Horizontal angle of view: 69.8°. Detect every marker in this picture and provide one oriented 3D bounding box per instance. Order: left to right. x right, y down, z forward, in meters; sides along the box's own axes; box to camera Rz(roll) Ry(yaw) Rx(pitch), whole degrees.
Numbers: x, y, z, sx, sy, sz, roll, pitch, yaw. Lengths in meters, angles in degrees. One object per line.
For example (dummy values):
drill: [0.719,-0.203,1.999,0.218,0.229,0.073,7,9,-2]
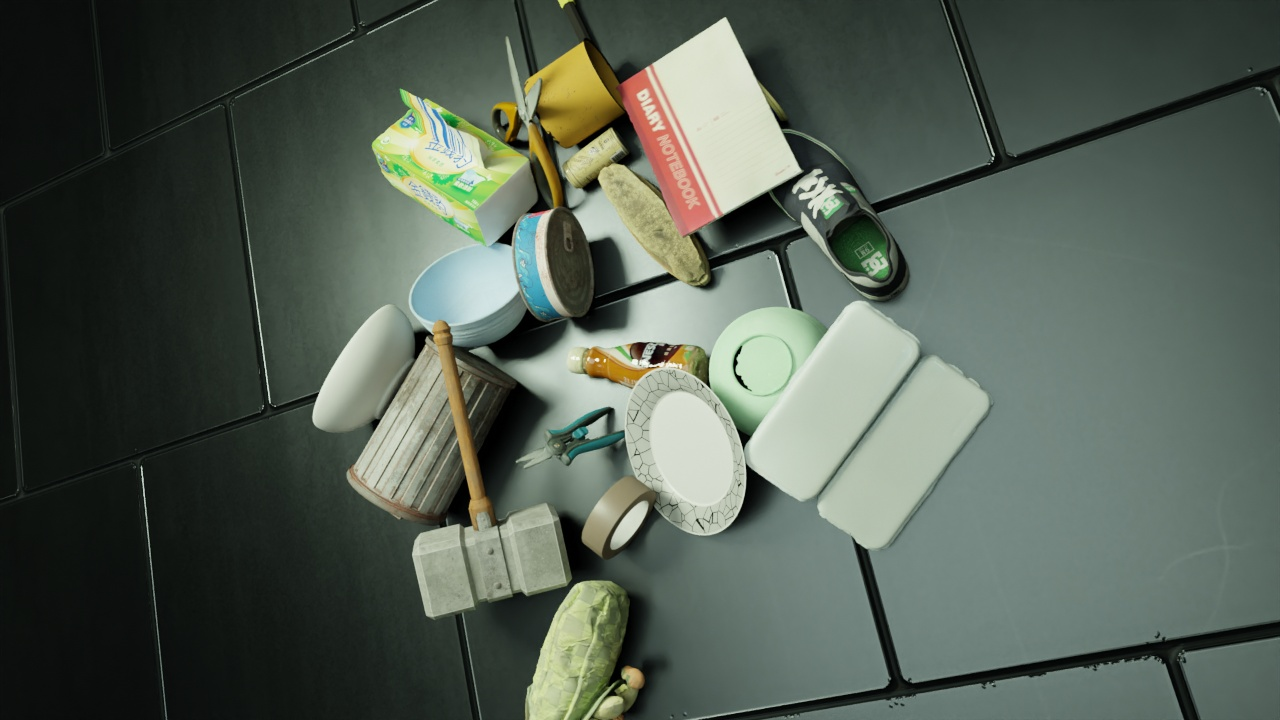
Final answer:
marker: [-0.087,-0.447,1.180,0.017,0.021,0.123,-16,73,-27]

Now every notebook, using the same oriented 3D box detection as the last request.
notebook: [0.073,-0.262,1.035,0.153,0.012,0.208,-28,74,19]

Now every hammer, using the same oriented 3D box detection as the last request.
hammer: [-0.191,0.111,1.029,0.162,0.083,0.317,-12,96,-10]

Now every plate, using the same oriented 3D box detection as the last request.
plate: [0.051,0.098,1.006,0.189,0.016,0.189,21,118,45]

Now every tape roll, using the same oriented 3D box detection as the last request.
tape roll: [-0.024,0.176,1.026,0.030,0.093,0.094,34,95,22]

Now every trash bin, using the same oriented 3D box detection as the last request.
trash bin: [-0.254,0.091,1.111,0.131,0.130,0.211,31,92,22]

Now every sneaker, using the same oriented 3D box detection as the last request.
sneaker: [0.203,-0.170,0.994,0.084,0.079,0.235,-39,70,13]

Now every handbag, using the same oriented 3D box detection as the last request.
handbag: [-0.051,0.339,1.007,0.117,0.113,0.186,21,90,15]

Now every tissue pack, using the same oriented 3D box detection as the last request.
tissue pack: [-0.235,-0.255,1.131,0.198,0.141,0.120,28,66,20]

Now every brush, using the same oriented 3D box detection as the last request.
brush: [0.016,-0.162,1.086,0.059,0.043,0.195,-41,71,12]

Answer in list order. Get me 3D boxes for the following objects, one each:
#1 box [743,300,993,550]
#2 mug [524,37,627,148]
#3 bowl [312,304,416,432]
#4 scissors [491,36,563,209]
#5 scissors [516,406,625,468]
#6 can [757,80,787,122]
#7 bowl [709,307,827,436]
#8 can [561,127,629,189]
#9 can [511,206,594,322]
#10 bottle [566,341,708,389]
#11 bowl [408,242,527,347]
box: [0.232,0.069,0.938,0.189,0.037,0.209,37,94,1]
mug: [-0.079,-0.328,1.125,0.094,0.100,0.123,-28,32,17]
bowl: [-0.328,0.021,1.140,0.066,0.176,0.176,31,94,-3]
scissors: [-0.133,-0.276,1.105,0.016,0.226,0.216,-29,96,-18]
scissors: [-0.077,0.088,1.051,0.126,0.143,0.019,20,134,-8]
can: [0.098,-0.294,1.066,0.092,0.056,0.116,-40,70,13]
bowl: [0.139,0.009,0.996,0.151,0.077,0.150,-3,80,20]
can: [-0.056,-0.248,1.129,0.080,0.038,0.038,-34,72,14]
can: [-0.100,-0.112,1.078,0.044,0.130,0.130,-8,79,20]
bottle: [-0.006,0.006,1.063,0.167,0.059,0.059,5,84,25]
bowl: [-0.200,-0.069,1.128,0.151,0.075,0.150,-9,45,9]
